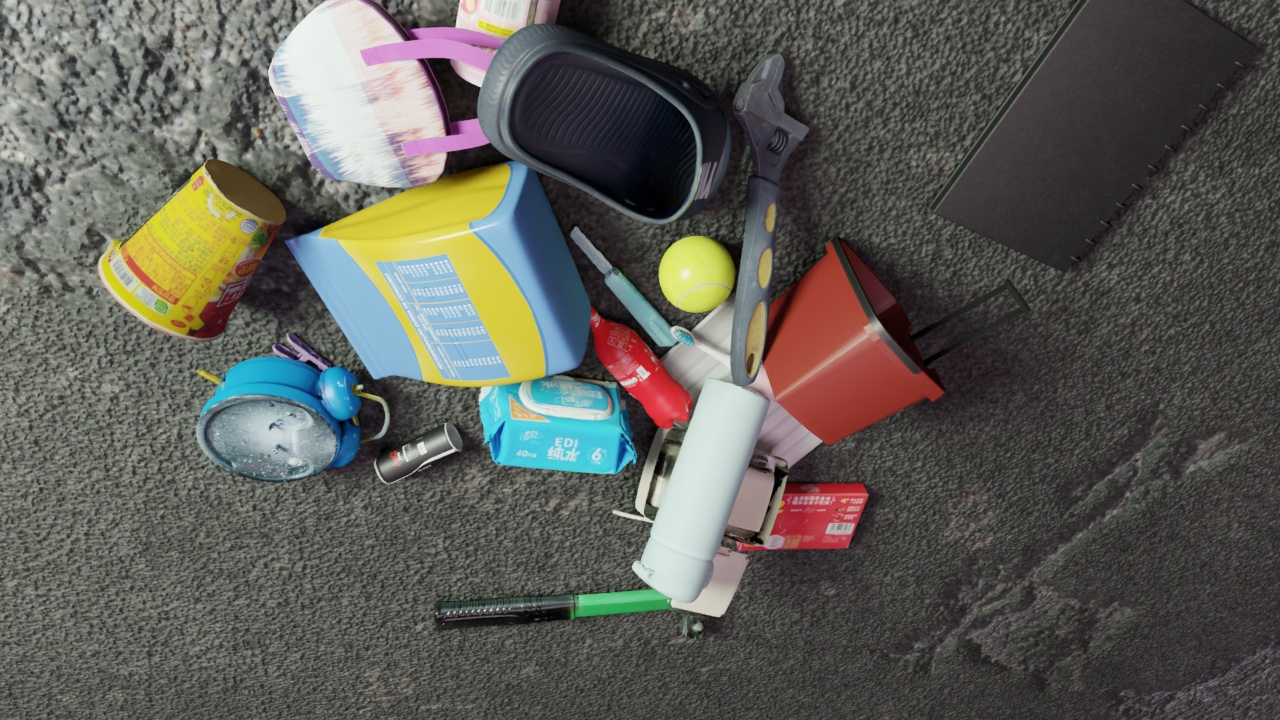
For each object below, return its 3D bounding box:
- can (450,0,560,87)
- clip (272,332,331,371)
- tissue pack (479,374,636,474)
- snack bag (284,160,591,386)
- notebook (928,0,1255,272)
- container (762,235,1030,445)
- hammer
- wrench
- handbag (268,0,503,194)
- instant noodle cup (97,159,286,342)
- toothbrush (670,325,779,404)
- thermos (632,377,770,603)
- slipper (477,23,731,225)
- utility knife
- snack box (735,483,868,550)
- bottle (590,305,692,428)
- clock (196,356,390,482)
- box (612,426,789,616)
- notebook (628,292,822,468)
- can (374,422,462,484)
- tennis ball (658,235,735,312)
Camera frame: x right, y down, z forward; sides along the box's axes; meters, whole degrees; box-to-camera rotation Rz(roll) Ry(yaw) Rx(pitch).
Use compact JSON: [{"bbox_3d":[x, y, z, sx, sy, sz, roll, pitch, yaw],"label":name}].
[{"bbox_3d":[-0.093,-0.233,0.635,0.067,0.067,0.076,8,125,-16],"label":"can"},{"bbox_3d":[-0.297,-0.004,0.809,0.036,0.013,0.052,-36,127,18],"label":"clip"},{"bbox_3d":[-0.074,0.054,0.843,0.144,0.092,0.062,8,118,-17],"label":"tissue pack"},{"bbox_3d":[-0.161,-0.058,0.745,0.205,0.102,0.159,-10,129,14],"label":"snack bag"},{"bbox_3d":[0.381,-0.194,0.781,0.169,0.019,0.232,18,122,-21],"label":"notebook"},{"bbox_3d":[0.210,-0.034,0.790,0.201,0.147,0.127,-37,125,22],"label":"container"},{"bbox_3d":[-0.075,0.282,1.056,0.318,0.032,0.130,-3,128,-7],"label":"hammer"},{"bbox_3d":[0.098,-0.107,0.750,0.073,0.022,0.274,-11,115,-35],"label":"wrench"},{"bbox_3d":[-0.153,-0.180,0.622,0.170,0.067,0.145,2,132,23],"label":"handbag"},{"bbox_3d":[-0.329,-0.086,0.695,0.112,0.100,0.100,-44,122,12],"label":"instant noodle cup"},{"bbox_3d":[0.116,0.019,0.878,0.222,0.026,0.027,27,103,-27],"label":"toothbrush"},{"bbox_3d":[0.058,0.122,0.860,0.078,0.065,0.207,20,89,-33],"label":"thermos"},{"bbox_3d":[0.006,-0.152,0.639,0.267,0.083,0.111,5,118,-56],"label":"slipper"},{"bbox_3d":[-0.013,-0.061,0.812,0.022,0.015,0.158,-33,128,14],"label":"utility knife"},{"bbox_3d":[0.178,0.175,1.024,0.133,0.021,0.089,2,126,-11],"label":"snack box"},{"bbox_3d":[-0.005,0.005,0.842,0.042,0.041,0.141,-35,113,16],"label":"bottle"},{"bbox_3d":[-0.306,0.053,0.814,0.161,0.060,0.117,5,133,-16],"label":"clock"},{"bbox_3d":[0.052,0.154,0.947,0.145,0.101,0.187,19,104,-19],"label":"box"},{"bbox_3d":[0.110,0.037,0.914,0.209,0.009,0.143,35,114,-30],"label":"notebook"},{"bbox_3d":[-0.213,0.090,0.883,0.080,0.031,0.031,-25,127,9],"label":"can"},{"bbox_3d":[0.048,-0.074,0.783,0.065,0.065,0.065,-5,128,-7],"label":"tennis ball"}]
